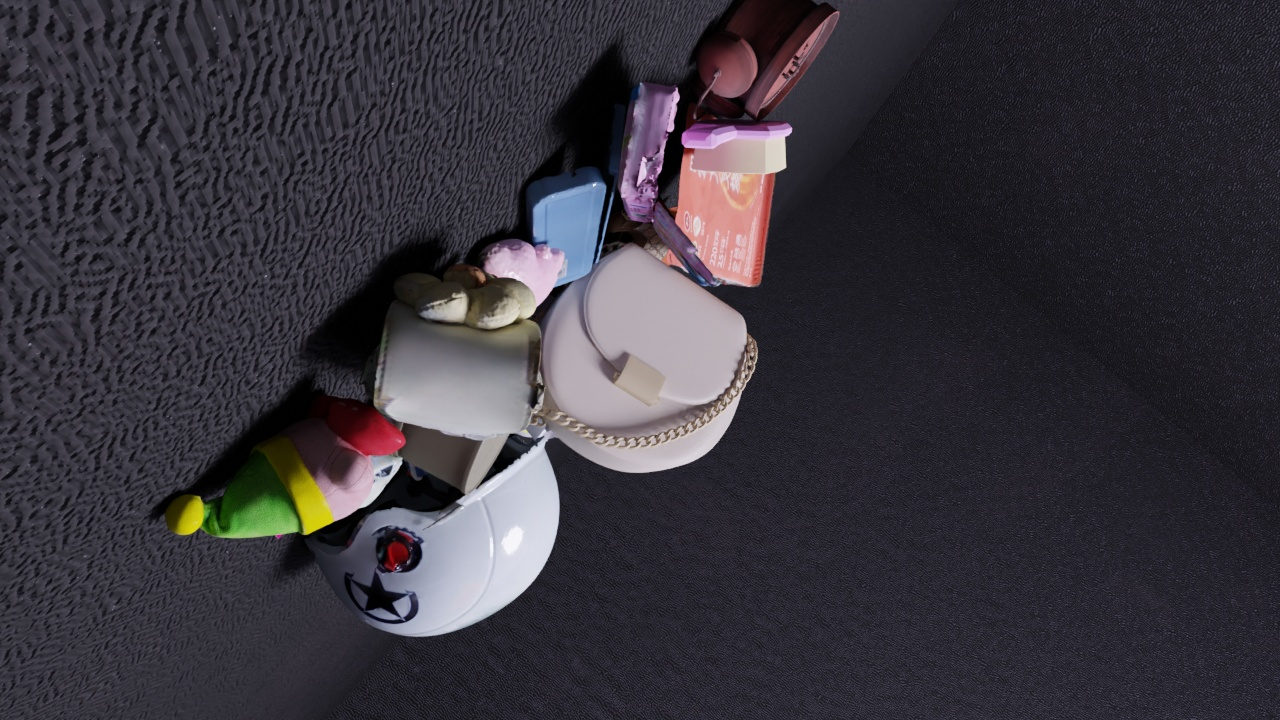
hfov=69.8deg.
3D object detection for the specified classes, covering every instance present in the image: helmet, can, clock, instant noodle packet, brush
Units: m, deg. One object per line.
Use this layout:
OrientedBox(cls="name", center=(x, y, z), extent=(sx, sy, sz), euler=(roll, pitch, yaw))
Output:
OrientedBox(cls="helmet", center=(-0.187, 0.186, 0.939), extent=(0.264, 0.163, 0.236), euler=(-24, -173, 21))
OrientedBox(cls="can", center=(-0.152, 0.043, 0.795), extent=(0.127, 0.073, 0.128), euler=(-63, 178, -4))
OrientedBox(cls="clock", center=(0.105, -0.276, 0.834), extent=(0.157, 0.072, 0.120), euler=(-49, 175, -4))
OrientedBox(cls="instant noodle packet", center=(0.079, -0.172, 0.999), extent=(0.220, 0.084, 0.164), euler=(1, 98, -70))
OrientedBox(cls="brush", center=(0.081, -0.195, 0.842), extent=(0.228, 0.089, 0.043), euler=(-41, 136, -65))

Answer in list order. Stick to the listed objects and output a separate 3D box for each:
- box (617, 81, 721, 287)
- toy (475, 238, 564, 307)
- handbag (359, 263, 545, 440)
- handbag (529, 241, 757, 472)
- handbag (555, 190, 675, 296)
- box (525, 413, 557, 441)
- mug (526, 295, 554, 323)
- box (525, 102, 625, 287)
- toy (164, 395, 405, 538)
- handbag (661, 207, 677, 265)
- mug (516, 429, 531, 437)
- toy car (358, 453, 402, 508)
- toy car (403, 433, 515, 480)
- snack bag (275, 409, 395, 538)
OrientedBox(cls="box", center=(0.014, -0.127, 0.740), extent=(0.066, 0.159, 0.230), euler=(-16, -175, 2))
OrientedBox(cls="toy", center=(-0.102, -0.065, 0.743), extent=(0.093, 0.050, 0.103), euler=(-31, 162, -35))
OrientedBox(cls="handbag", center=(-0.126, -0.008, 0.649), extent=(0.171, 0.112, 0.123), euler=(175, -77, -80))
OrientedBox(cls="handbag", center=(-0.005, 0.005, 0.926), extent=(0.208, 0.210, 0.103), euler=(-63, -166, -20))
OrientedBox(cls="handbag", center=(-0.034, -0.116, 1.019), extent=(0.138, 0.063, 0.167), euler=(-23, 164, -39))
OrientedBox(cls="box", center=(-0.105, 0.037, 1.029), extent=(0.083, 0.136, 0.144), euler=(-35, 169, -25))
OrientedBox(cls="mug", center=(-0.115, -0.014, 0.991), extent=(0.089, 0.073, 0.105), euler=(-47, -156, -21))
OrientedBox(cls="box", center=(-0.048, -0.126, 0.786), extent=(0.120, 0.049, 0.210), euler=(-48, 176, -16))
OrientedBox(cls="toy", center=(-0.239, 0.076, 0.612), extent=(0.124, 0.097, 0.131), euler=(10, -122, 48))
OrientedBox(cls="handbag", center=(-0.004, -0.117, 1.178), extent=(0.108, 0.060, 0.172), euler=(-33, 162, -54))
OrientedBox(cls="mug", center=(-0.138, 0.050, 1.164), extent=(0.082, 0.082, 0.106), euler=(-48, 176, -14))
OrientedBox(cls="toy car", center=(-0.234, 0.102, 0.782), extent=(0.048, 0.033, 0.105), euler=(-53, 174, 11))
OrientedBox(cls="toy car", center=(-0.180, 0.064, 0.916), extent=(0.153, 0.055, 0.056), euler=(-28, 120, -48))
OrientedBox(cls="snack bag", center=(-0.240, 0.072, 0.790), extent=(0.196, 0.016, 0.070), euler=(-47, 171, -28))
